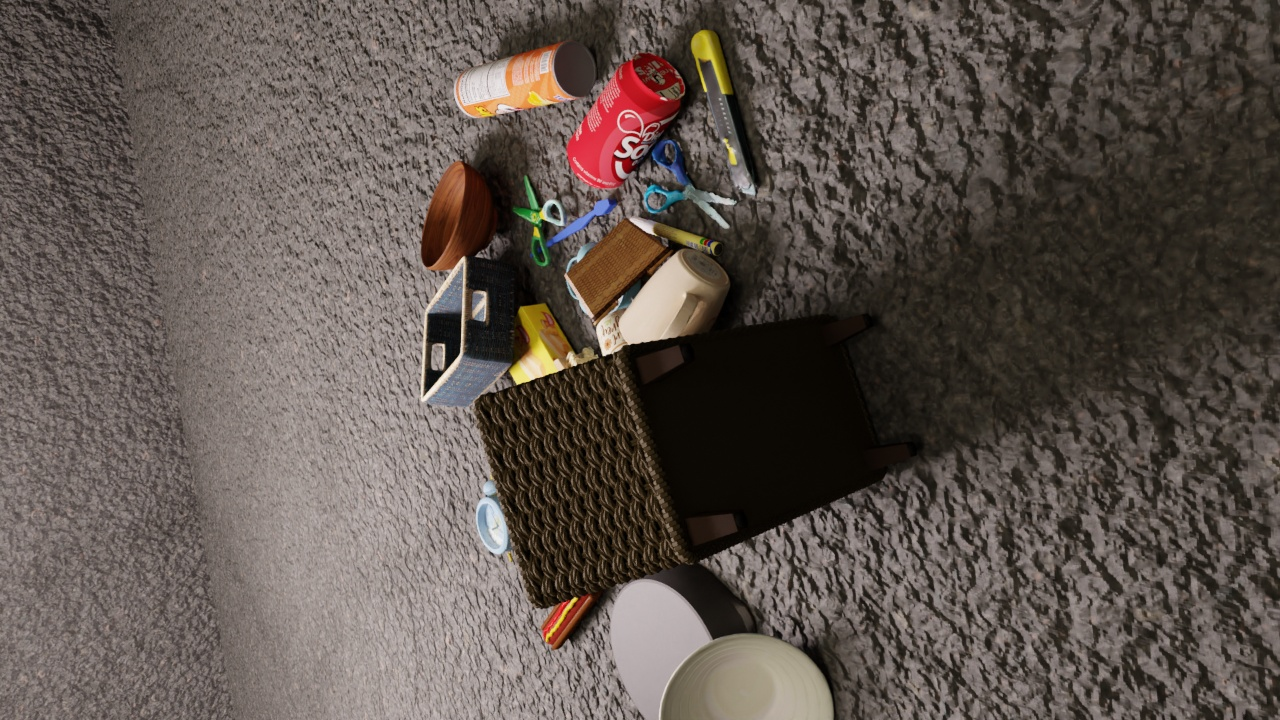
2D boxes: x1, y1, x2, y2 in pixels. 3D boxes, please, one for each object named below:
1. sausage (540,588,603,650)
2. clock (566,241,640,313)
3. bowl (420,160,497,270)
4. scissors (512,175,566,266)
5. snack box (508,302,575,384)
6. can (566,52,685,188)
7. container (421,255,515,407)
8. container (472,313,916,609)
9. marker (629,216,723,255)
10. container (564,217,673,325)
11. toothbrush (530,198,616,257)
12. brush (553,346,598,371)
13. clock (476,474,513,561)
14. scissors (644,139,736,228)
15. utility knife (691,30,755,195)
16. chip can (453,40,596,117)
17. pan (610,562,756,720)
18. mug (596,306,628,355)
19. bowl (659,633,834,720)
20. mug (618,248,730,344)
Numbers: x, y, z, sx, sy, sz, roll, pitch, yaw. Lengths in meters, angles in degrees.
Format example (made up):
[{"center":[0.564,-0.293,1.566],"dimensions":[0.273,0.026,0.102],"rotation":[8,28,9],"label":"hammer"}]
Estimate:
[{"center":[-0.094,0.333,1.217],"dimensions":[0.040,0.040,0.156],"rotation":[54,134,26],"label":"sausage"},{"center":[-0.048,-0.093,1.061],"dimensions":[0.123,0.041,0.087],"rotation":[9,105,46],"label":"clock"},{"center":[-0.231,-0.183,1.218],"dimensions":[0.148,0.068,0.147],"rotation":[-33,50,49],"label":"bowl"},{"center":[-0.126,-0.183,1.145],"dimensions":[0.120,0.012,0.128],"rotation":[-35,67,48],"label":"scissors"},{"center":[-0.107,0.033,1.158],"dimensions":[0.200,0.042,0.092],"rotation":[58,137,23],"label":"snack box"},{"center":[-0.018,-0.248,0.964],"dimensions":[0.143,0.074,0.074],"rotation":[-45,65,44],"label":"can"},{"center":[-0.229,-0.033,1.216],"dimensions":[0.188,0.071,0.145],"rotation":[-37,50,54],"label":"container"},{"center":[0.064,0.065,0.771],"dimensions":[0.206,0.320,0.176],"rotation":[-23,81,43],"label":"container"},{"center":[0.036,-0.134,0.977],"dimensions":[0.132,0.014,0.014],"rotation":[26,118,43],"label":"marker"},{"center":[-0.026,-0.097,0.968],"dimensions":[0.114,0.063,0.061],"rotation":[-43,93,3],"label":"container"},{"center":[-0.085,-0.158,1.116],"dimensions":[0.187,0.011,0.016],"rotation":[-23,82,52],"label":"toothbrush"},{"center":[-0.053,0.032,1.090],"dimensions":[0.117,0.049,0.039],"rotation":[56,137,24],"label":"brush"},{"center":[-0.190,0.215,1.290],"dimensions":[0.089,0.051,0.125],"rotation":[27,119,44],"label":"clock"},{"center":[0.053,-0.185,0.946],"dimensions":[0.135,0.015,0.086],"rotation":[25,116,42],"label":"scissors"},{"center":[0.083,-0.239,0.895],"dimensions":[0.029,0.020,0.171],"rotation":[-22,84,51],"label":"utility knife"},{"center":[-0.142,-0.332,1.096],"dimensions":[0.211,0.062,0.062],"rotation":[8,105,48],"label":"chip can"},{"center":[0.013,0.289,1.080],"dimensions":[0.250,0.043,0.356],"rotation":[-47,64,44],"label":"pan"},{"center":[-0.006,0.006,1.028],"dimensions":[0.122,0.081,0.097],"rotation":[98,151,-61],"label":"mug"},{"center":[0.106,0.353,0.945],"dimensions":[0.057,0.176,0.177],"rotation":[-97,2,-81],"label":"bowl"},{"center":[0.037,-0.049,0.928],"dimensions":[0.085,0.111,0.105],"rotation":[31,119,-7],"label":"mug"}]
